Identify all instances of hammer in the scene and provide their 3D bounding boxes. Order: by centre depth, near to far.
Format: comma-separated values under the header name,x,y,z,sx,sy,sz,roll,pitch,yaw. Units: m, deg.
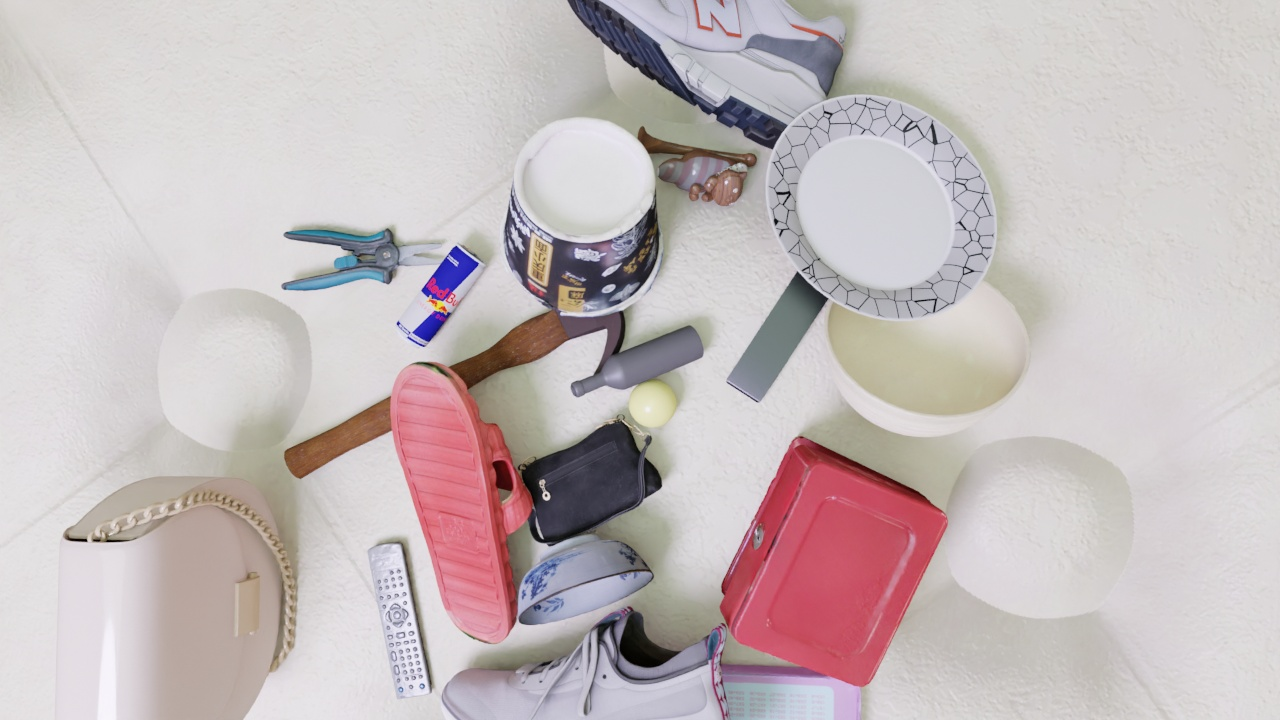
name,x,y,z,sx,sy,sz,roll,pitch,yaw
hammer,-0.162,0.020,0.791,0.323,0.033,0.115,-27,85,6

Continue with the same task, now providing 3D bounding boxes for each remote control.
name,x,y,z,sx,sy,sz,roll,pitch,yaw
remote control,0.126,-0.036,0.764,0.034,0.013,0.150,33,94,6
remote control,-0.211,0.226,0.802,0.033,0.013,0.136,-11,88,6

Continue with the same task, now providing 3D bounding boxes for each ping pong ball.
name,x,y,z,sx,sy,sz,roll,pitch,yaw
ping pong ball,0.010,0.036,0.764,0.040,0.040,0.040,0,90,7

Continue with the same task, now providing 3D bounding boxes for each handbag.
name,x,y,z,sx,sy,sz,roll,pitch,yaw
handbag,-0.369,0.198,0.724,0.103,0.208,0.210,0,88,8
handbag,-0.044,0.099,0.765,0.128,0.054,0.079,-29,83,8

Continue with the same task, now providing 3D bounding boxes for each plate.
name,x,y,z,sx,sy,sz,roll,pitch,yaw
plate,0.184,-0.118,0.710,0.188,0.016,0.188,3,73,-11

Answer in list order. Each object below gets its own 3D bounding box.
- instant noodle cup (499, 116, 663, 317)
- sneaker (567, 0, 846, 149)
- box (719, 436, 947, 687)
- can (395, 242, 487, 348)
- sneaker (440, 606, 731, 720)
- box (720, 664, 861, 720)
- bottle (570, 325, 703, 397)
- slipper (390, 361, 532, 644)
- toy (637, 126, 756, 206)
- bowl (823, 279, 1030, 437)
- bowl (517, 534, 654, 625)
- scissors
name,x,y,z,sx,sy,sz,roll,pitch,yaw
instant noodle cup,-0.046,-0.116,0.716,0.137,0.112,0.137,1,72,-3
sneaker,0.064,-0.277,0.744,0.240,0.089,0.124,34,89,-3
box,0.147,0.155,0.716,0.134,0.110,0.157,23,92,1
can,-0.173,-0.055,0.790,0.032,0.032,0.095,38,94,5
sneaker,-0.045,0.255,0.722,0.263,0.096,0.128,0,85,26
box,0.074,0.329,0.759,0.214,0.035,0.150,1,82,7
bottle,-0.004,0.004,0.750,0.112,0.030,0.030,-22,87,-17
slipper,-0.138,0.114,0.758,0.104,0.059,0.249,2,110,34
toy,0.045,-0.159,0.762,0.102,0.042,0.054,8,68,-1
bowl,0.213,0.001,0.711,0.151,0.075,0.150,-1,54,1
bowl,-0.050,0.172,0.744,0.114,0.114,0.045,-23,66,6
scissors,-0.251,-0.088,0.806,0.148,0.019,0.123,-40,81,-1
